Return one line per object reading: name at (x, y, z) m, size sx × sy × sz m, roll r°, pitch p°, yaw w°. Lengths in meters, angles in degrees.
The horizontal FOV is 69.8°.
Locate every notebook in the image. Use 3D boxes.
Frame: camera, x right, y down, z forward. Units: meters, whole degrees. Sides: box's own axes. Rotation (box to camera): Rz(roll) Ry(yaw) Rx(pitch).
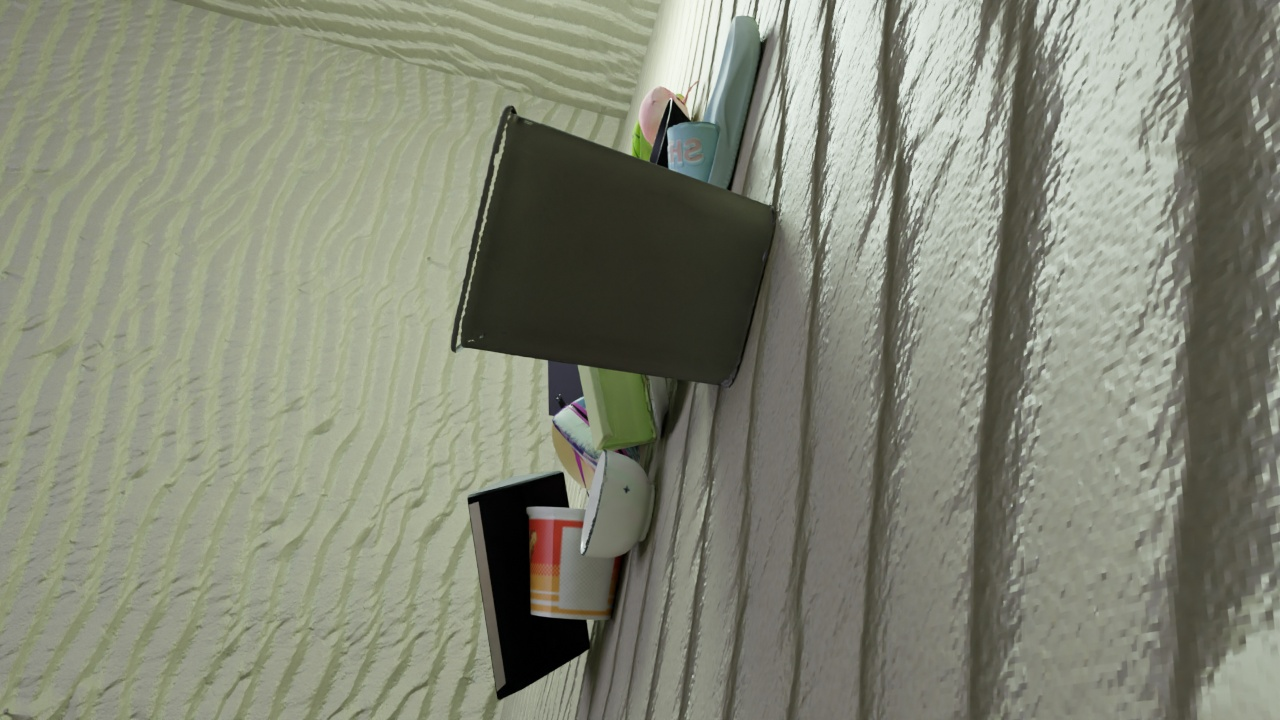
notebook at (-0.070, -0.017, 1.277) m, size 0.016 × 0.149 × 0.207 m, roll -11°, pitch -76°, yaw -53°

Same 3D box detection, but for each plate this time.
plate at (0.011, -0.009, 0.995) m, size 0.188 × 0.016 × 0.188 m, roll 158°, pitch 101°, yaw -89°

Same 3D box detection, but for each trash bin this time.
trash bin at (-0.023, -0.082, 0.768) m, size 0.197 × 0.220 × 0.197 m, roll -126°, pitch 49°, yaw -81°

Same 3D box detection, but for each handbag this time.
handbag at (-0.049, 0.129, 1.116) m, size 0.067 × 0.144 × 0.170 m, roll -34°, pitch -37°, yaw -24°

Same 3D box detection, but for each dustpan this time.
dustpan at (-0.116, 0.262, 1.160) m, size 0.273 × 0.080 × 0.236 m, roll -1°, pitch -98°, yaw -80°

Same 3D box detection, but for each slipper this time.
slipper at (0.067, -0.246, 0.974) m, size 0.104 × 0.074 × 0.245 m, roll -121°, pitch 46°, yaw -82°

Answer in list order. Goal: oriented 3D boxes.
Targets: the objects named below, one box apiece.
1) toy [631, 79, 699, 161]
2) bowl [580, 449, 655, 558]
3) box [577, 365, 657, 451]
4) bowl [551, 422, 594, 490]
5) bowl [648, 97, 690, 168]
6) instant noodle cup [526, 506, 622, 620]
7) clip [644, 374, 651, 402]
toy at (0.032, -0.346, 1.398) m, size 0.190 × 0.087 × 0.238 m, roll -64°, pitch 2°, yaw 3°
bowl at (-0.022, 0.155, 0.970) m, size 0.113 × 0.063 × 0.113 m, roll -169°, pitch 92°, yaw -83°
box at (-0.029, 0.004, 1.025) m, size 0.092 × 0.083 × 0.187 m, roll 130°, pitch 130°, yaw -66°
bowl at (-0.052, 0.107, 1.223) m, size 0.073 × 0.118 × 0.118 m, roll -30°, pitch -27°, yaw -37°
bowl at (0.044, -0.246, 1.104) m, size 0.124 × 0.052 × 0.124 m, roll -167°, pitch 92°, yaw -83°
instant noodle cup at (-0.077, 0.239, 1.080) m, size 0.123 × 0.123 × 0.121 m, roll 129°, pitch 146°, yaw -75°
clip at (0.015, 0.022, 1.105) m, size 0.045 × 0.024 × 0.062 m, roll -96°, pitch 27°, yaw -64°
